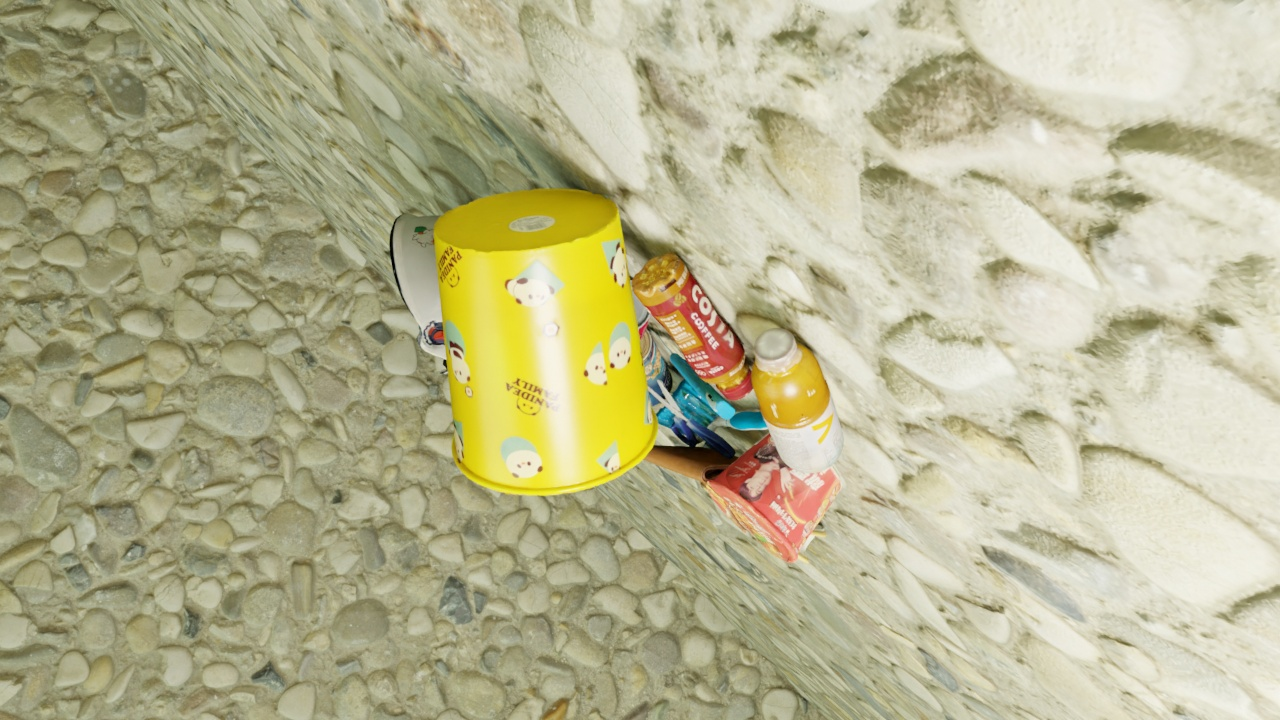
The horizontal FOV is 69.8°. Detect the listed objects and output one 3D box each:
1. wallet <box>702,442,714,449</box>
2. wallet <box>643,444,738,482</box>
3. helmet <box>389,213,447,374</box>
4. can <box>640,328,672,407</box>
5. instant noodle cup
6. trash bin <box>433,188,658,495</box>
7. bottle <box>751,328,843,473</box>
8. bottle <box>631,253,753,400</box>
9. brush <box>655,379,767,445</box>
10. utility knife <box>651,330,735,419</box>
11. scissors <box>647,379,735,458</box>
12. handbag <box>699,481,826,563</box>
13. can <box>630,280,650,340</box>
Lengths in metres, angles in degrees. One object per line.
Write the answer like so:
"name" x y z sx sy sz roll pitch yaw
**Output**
"wallet" 0.139 0.174 1.419 0.121 0.019 0.097 44 168 9
"wallet" 0.084 0.133 1.210 0.119 0.035 0.131 8 -177 -37
"helmet" -0.259 -0.111 1.397 0.274 0.157 0.229 74 -174 -55
"can" -0.007 0.007 1.211 0.075 0.075 0.111 36 166 32
"instant noodle cup" 0.162 0.153 1.084 0.138 0.108 0.138 42 167 12
"trash bin" -0.102 -0.029 0.958 0.230 0.229 0.256 30 133 47
"bottle" 0.147 0.039 0.872 0.068 0.068 0.189 34 163 38
"bottle" 0.060 -0.029 0.944 0.175 0.057 0.057 50 166 -30
"brush" 0.093 0.066 1.166 0.109 0.060 0.315 38 164 1
"utility knife" 0.053 0.009 1.077 0.034 0.018 0.238 38 -174 -30
"scissors" 0.052 0.074 1.160 0.162 0.012 0.164 35 162 2
"handbag" 0.159 0.198 1.259 0.163 0.063 0.178 32 179 38
"can" -0.023 -0.053 1.104 0.066 0.066 0.094 43 167 6
